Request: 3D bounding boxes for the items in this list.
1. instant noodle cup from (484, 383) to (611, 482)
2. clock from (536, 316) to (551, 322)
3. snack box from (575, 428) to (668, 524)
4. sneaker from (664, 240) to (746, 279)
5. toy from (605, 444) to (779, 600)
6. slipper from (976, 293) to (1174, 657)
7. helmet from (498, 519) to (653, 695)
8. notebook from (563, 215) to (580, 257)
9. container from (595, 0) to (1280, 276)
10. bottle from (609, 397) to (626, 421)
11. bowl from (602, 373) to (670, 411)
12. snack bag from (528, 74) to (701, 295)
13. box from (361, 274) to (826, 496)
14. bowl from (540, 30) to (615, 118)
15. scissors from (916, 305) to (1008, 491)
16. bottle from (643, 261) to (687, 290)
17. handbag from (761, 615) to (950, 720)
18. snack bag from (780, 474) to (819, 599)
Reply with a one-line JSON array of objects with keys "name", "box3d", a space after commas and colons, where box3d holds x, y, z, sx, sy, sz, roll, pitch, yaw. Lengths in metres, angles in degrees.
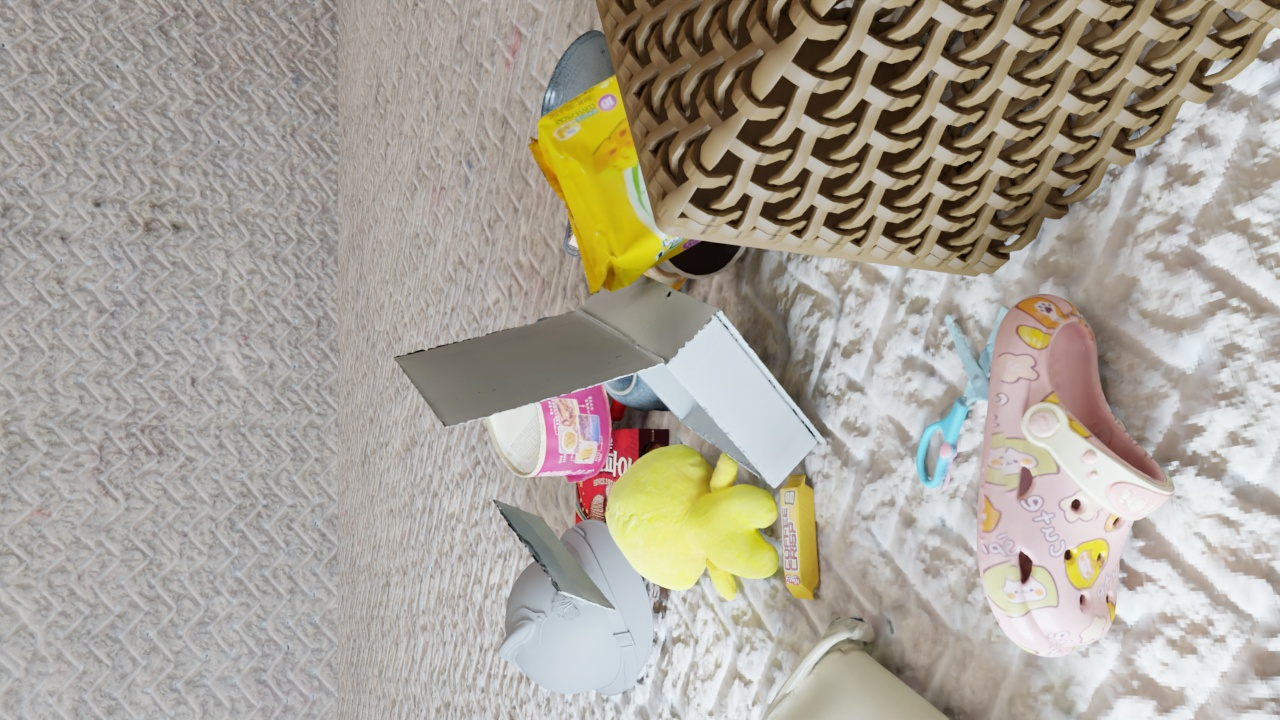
[{"name": "instant noodle cup", "box3d": [-0.112, 0.053, 1.008, 0.179, 0.077, 0.179, 24, 121, 50]}, {"name": "clock", "box3d": [-0.089, -0.026, 1.095, 0.118, 0.083, 0.057, 22, 112, 60]}, {"name": "snack box", "box3d": [-0.023, 0.142, 1.001, 0.152, 0.035, 0.132, -10, 78, 61]}, {"name": "sneaker", "box3d": [0.055, -0.222, 0.845, 0.116, 0.111, 0.294, -137, 51, -82]}, {"name": "toy", "box3d": [0.043, 0.144, 0.828, 0.208, 0.092, 0.134, 1, 86, 43]}, {"name": "slipper", "box3d": [0.233, 0.060, 0.486, 0.082, 0.093, 0.197, -5, 82, 51]}, {"name": "helmet", "box3d": [-0.093, 0.286, 0.991, 0.183, 0.117, 0.272, 62, 147, 23]}, {"name": "notebook", "box3d": [-0.035, -0.208, 0.958, 0.225, 0.024, 0.168, -94, 29, -68]}, {"name": "container", "box3d": [0.140, -0.204, 0.506, 0.215, 0.251, 0.219, -50, 45, 48]}, {"name": "bottle", "box3d": [-0.011, 0.014, 0.992, 0.036, 0.036, 0.119, 57, 135, 48]}, {"name": "bowl", "box3d": [-0.005, 0.005, 0.922, 0.110, 0.055, 0.110, 12, 109, 38]}, {"name": "snack bag", "box3d": [0.040, -0.169, 0.730, 0.159, 0.247, 0.068, 63, -177, 22]}, {"name": "box", "box3d": [-0.034, 0.025, 0.713, 0.167, 0.329, 0.165, -148, 53, -59]}, {"name": "bowl", "box3d": [-0.052, -0.304, 1.060, 0.057, 0.136, 0.137, 31, 122, 14]}, {"name": "scissors", "box3d": [0.221, 0.035, 0.584, 0.129, 0.015, 0.135, 44, 130, 54]}, {"name": "bottle", "box3d": [0.002, -0.083, 0.950, 0.109, 0.063, 0.063, -36, 56, 55]}, {"name": "handbag", "box3d": [0.147, 0.281, 0.587, 0.229, 0.131, 0.184, 24, 103, 58]}, {"name": "snack bag", "box3d": [0.127, 0.141, 0.739, 0.026, 0.020, 0.099, -17, 72, 62]}]
